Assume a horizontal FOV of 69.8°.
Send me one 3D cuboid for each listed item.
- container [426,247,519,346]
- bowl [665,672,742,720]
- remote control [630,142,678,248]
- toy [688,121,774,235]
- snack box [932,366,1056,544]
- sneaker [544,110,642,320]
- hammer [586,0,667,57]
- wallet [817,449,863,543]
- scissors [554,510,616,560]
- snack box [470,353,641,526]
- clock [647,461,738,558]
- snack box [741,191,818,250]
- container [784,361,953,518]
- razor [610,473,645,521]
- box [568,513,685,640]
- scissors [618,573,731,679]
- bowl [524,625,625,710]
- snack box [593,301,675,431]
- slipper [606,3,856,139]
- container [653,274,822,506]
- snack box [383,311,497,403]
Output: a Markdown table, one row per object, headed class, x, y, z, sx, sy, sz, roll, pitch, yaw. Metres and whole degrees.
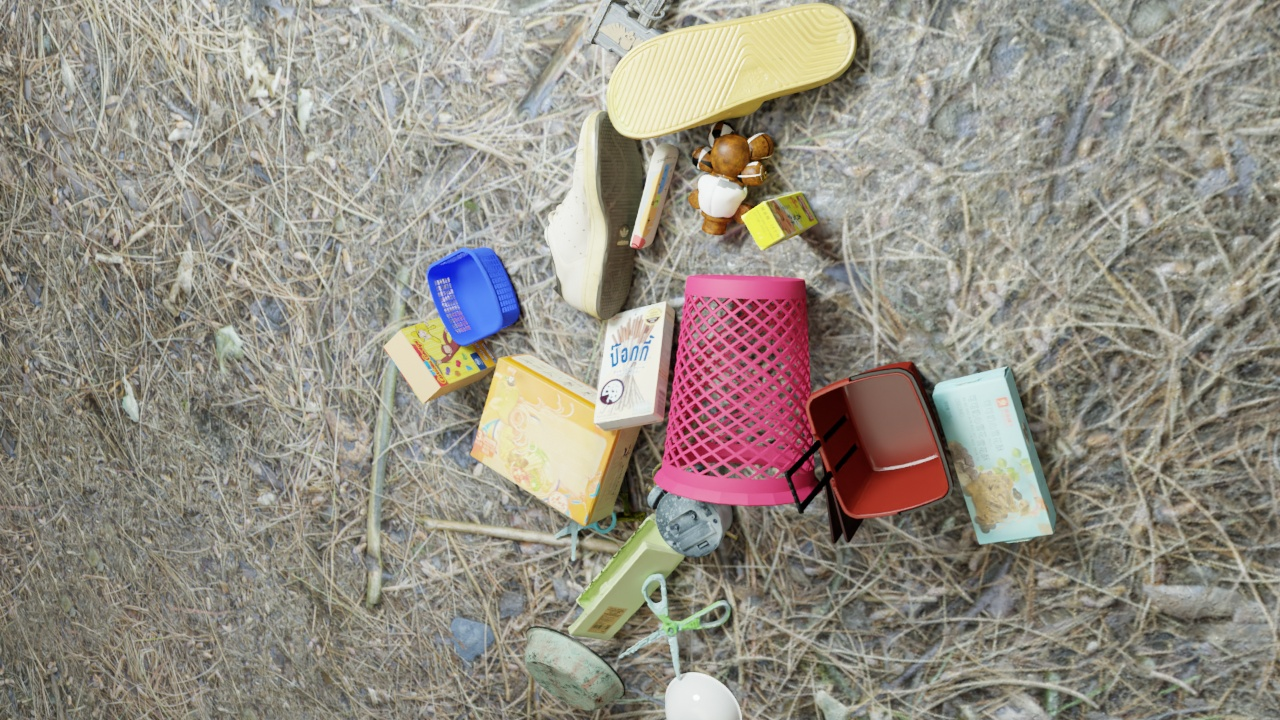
| class | x | y | z | sx | sy | sz | roll | pitch | yaw |
| --- | --- | --- | --- | --- | --- | --- | --- | --- | --- |
| container | -0.213 | -0.086 | 1.188 | 0.096 | 0.058 | 0.114 | -21 | 94 | 30 |
| bowl | 0.074 | 0.470 | 1.203 | 0.110 | 0.040 | 0.110 | 8 | 107 | 25 |
| remote control | 0.015 | -0.187 | 1.054 | 0.018 | 0.038 | 0.126 | 24 | 114 | 21 |
| toy | 0.094 | -0.195 | 1.002 | 0.087 | 0.067 | 0.113 | 22 | 122 | 20 |
| snack box | 0.365 | 0.098 | 0.945 | 0.075 | 0.053 | 0.174 | -16 | 97 | 29 |
| sneaker | -0.064 | -0.172 | 1.080 | 0.102 | 0.088 | 0.242 | 17 | 114 | 33 |
| hammer | 0.058 | -0.455 | 0.955 | 0.098 | 0.044 | 0.323 | 39 | 118 | 13 |
| wallet | 0.219 | 0.132 | 1.007 | 0.018 | 0.091 | 0.115 | -9 | 100 | 30 |
| scissors | -0.085 | 0.199 | 1.219 | 0.137 | 0.015 | 0.125 | -33 | 75 | 38 |
| snack box | -0.104 | 0.096 | 1.164 | 0.195 | 0.080 | 0.145 | 27 | 109 | 25 |
| clock | 0.059 | 0.180 | 1.125 | 0.090 | 0.052 | 0.129 | -36 | 87 | 30 |
| snack box | 0.145 | -0.144 | 0.936 | 0.029 | 0.147 | 0.040 | -30 | 90 | 27 |
| container | 0.234 | 0.085 | 0.919 | 0.127 | 0.200 | 0.148 | -19 | 95 | 27 |
| razor | -0.023 | 0.155 | 1.180 | 0.043 | 0.026 | 0.106 | -6 | 97 | 30 |
| box | -0.015 | 0.290 | 1.196 | 0.077 | 0.089 | 0.188 | 33 | 116 | -6 |
| scissors | 0.036 | 0.340 | 1.179 | 0.172 | 0.023 | 0.168 | -32 | 113 | 16 |
| bowl | -0.098 | 0.423 | 1.239 | 0.157 | 0.038 | 0.158 | 22 | 142 | 18 |
| snack box | -0.006 | 0.006 | 1.074 | 0.082 | 0.026 | 0.149 | -11 | 56 | 31 |
| slipper | 0.092 | -0.305 | 0.963 | 0.264 | 0.078 | 0.099 | -12 | 102 | 12 |
| container | 0.110 | 0.023 | 0.997 | 0.183 | 0.182 | 0.226 | 5 | 99 | 26 |
| snack box | -0.256 | -0.007 | 1.194 | 0.040 | 0.125 | 0.088 | -38 | 85 | 30 |
